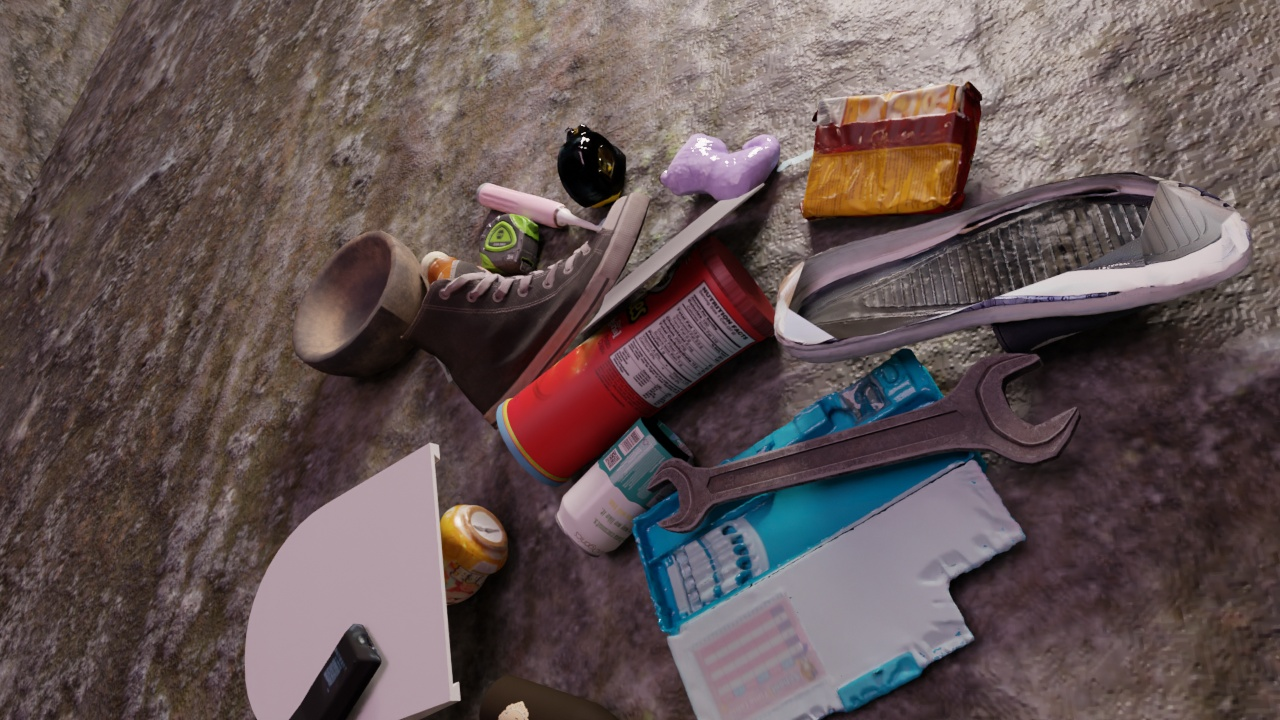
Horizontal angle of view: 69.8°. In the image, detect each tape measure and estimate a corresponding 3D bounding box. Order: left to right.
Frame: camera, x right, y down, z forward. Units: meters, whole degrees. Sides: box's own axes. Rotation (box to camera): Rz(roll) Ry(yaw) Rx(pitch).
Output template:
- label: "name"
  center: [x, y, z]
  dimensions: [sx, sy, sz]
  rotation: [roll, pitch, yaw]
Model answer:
- label: "tape measure"
  center: [-0.128, -0.114, 0.914]
  dimensions: [0.066, 0.035, 0.058]
  rotation: [5, 76, 38]
- label: "tape measure"
  center: [-0.045, -0.180, 0.863]
  dimensions: [0.042, 0.071, 0.072]
  rotation: [-14, 61, 29]

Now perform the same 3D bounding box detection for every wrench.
- label: "wrench"
  center: [0.120, 0.057, 0.561]
  dimensions: [0.274, 0.010, 0.070]
  rotation: [-19, 55, 28]

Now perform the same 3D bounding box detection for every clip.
- label: "clip"
  center: [-0.185, -0.003, 0.899]
  dimensions: [0.037, 0.023, 0.075]
  rotation: [-42, 46, 8]

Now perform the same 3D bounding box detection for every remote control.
- label: "remote control"
  center: [-0.244, 0.267, 0.677]
  dimensions: [0.047, 0.022, 0.150]
  rotation: [36, 95, 47]

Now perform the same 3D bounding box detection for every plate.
- label: "plate"
  center: [0.020, -0.081, 0.701]
  dimensions: [0.178, 0.012, 0.178]
  rotation: [-39, 4, 3]

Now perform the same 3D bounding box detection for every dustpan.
- label: "dustpan"
  center: [-0.226, 0.208, 0.744]
  dimensions: [0.258, 0.053, 0.191]
  rotation: [-29, 57, 30]

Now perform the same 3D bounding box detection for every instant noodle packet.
- label: "instant noodle packet"
  center: [0.178, -0.150, 0.671]
  dimensions: [0.136, 0.039, 0.098]
  rotation: [4, 77, 41]

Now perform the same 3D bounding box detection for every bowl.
- label: "bowl"
  center: [-0.292, -0.053, 0.983]
  dimensions: [0.163, 0.070, 0.162]
  rotation: [-21, 52, 29]

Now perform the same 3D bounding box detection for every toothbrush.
- label: "toothbrush"
  center: [-0.095, -0.149, 0.915]
  dimensions: [0.223, 0.027, 0.026]
  rotation: [23, 81, 45]

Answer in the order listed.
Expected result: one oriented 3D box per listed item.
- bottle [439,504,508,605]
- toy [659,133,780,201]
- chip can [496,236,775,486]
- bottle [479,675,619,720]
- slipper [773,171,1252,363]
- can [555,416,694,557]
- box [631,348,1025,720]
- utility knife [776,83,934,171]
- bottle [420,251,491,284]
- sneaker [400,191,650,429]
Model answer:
- label: "bottle"
  center: [-0.157, 0.166, 0.736]
  dimensions: [0.109, 0.063, 0.063]
  rotation: [-44, 44, 16]
- label: "toy"
  center: [0.070, -0.167, 0.783]
  dimensions: [0.100, 0.036, 0.080]
  rotation: [26, 71, 42]
- label: "chip can"
  center: [-0.004, 0.004, 0.697]
  dimensions: [0.214, 0.087, 0.087]
  rotation: [-37, 45, 16]
- label: "bottle"
  center: [-0.027, 0.245, 0.587]
  dimensions: [0.185, 0.045, 0.045]
  rotation: [0, 64, 40]
- label: "slipper"
  center: [0.213, -0.044, 0.558]
  dimensions: [0.264, 0.063, 0.111]
  rotation: [-12, 44, 22]
- label: "can"
  center: [-0.011, 0.092, 0.667]
  dimensions: [0.102, 0.055, 0.055]
  rotation: [-46, 44, 6]
- label: "box"
  center: [0.109, 0.119, 0.562]
  dimensions: [0.227, 0.039, 0.181]
  rotation: [-35, 47, 17]
- label: "utility knife"
  center: [0.170, -0.177, 0.722]
  dimensions: [0.141, 0.015, 0.022]
  rotation: [-23, 47, 31]
- label: "bottle"
  center: [-0.171, -0.068, 0.901]
  dimensions: [0.059, 0.059, 0.167]
  rotation: [-53, 42, -1]
- label: "sneaker"
  center: [-0.092, -0.068, 0.777]
  dimensions: [0.235, 0.120, 0.095]
  rotation: [-49, 5, 9]
